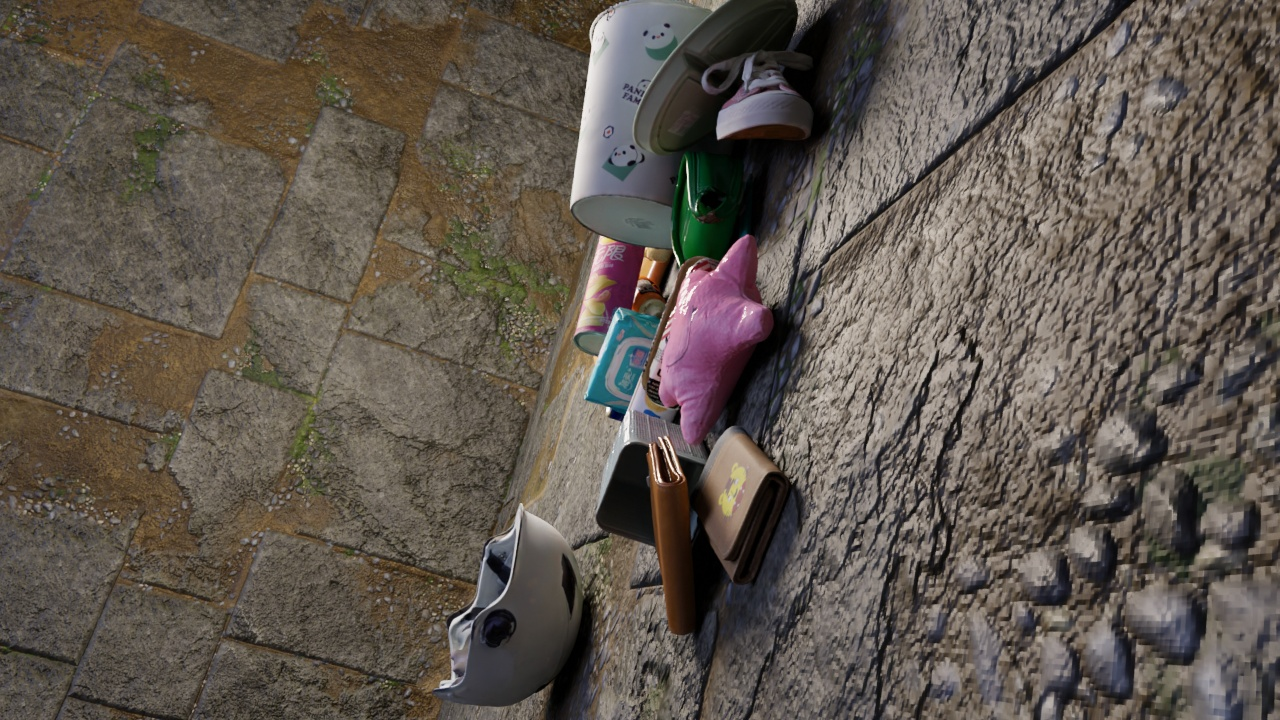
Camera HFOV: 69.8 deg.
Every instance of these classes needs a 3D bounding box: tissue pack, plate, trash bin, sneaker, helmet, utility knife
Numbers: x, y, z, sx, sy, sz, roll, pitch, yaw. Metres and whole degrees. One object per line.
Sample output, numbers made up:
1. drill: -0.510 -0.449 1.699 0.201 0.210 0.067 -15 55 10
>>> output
1. tissue pack: -0.007 0.007 1.124 0.050 0.093 0.134 -96 26 -64
2. plate: 0.085 -0.308 0.994 0.230 0.027 0.230 -39 -11 -10
3. trash bin: 0.021 -0.294 1.197 0.230 0.229 0.251 145 137 -74
4. sneaker: 0.119 -0.267 0.924 0.240 0.118 0.088 -88 -2 -76
5. helmet: -0.150 0.327 1.175 0.259 0.146 0.229 -63 12 4
6. utility knife: 0.113 -0.152 0.994 0.157 0.013 0.029 -81 10 -45

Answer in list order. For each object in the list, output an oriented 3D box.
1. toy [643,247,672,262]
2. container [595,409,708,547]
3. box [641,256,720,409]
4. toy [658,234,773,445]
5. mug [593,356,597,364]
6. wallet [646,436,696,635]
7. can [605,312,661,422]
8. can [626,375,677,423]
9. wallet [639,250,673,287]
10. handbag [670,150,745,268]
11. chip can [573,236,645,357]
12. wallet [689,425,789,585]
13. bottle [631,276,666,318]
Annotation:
1. toy: 0.045 -0.216 1.336 0.105 0.066 0.157 -117 46 -69
2. container: 0.012 0.107 0.859 0.111 0.090 0.090 -97 27 -75
3. box: 0.050 -0.030 0.970 0.082 0.075 0.163 -145 71 -67
4. toy: 0.061 -0.021 0.846 0.178 0.074 0.195 -97 27 -49
5. mug: -0.029 0.014 1.312 0.122 0.078 0.078 -97 27 -57
6. wallet: 0.026 0.140 0.754 0.107 0.031 0.132 -103 9 -74
7. can: 0.000 0.012 1.209 0.075 0.049 0.148 174 115 -79
8. can: 0.013 0.057 1.037 0.053 0.053 0.135 -104 34 -73
9. wallet: 0.020 -0.150 1.439 0.119 0.035 0.130 -155 87 -82
10. handbag: 0.071 -0.156 1.007 0.132 0.068 0.120 101 176 -48
11. chip can: -0.037 -0.109 1.274 0.072 0.071 0.210 125 159 -60
12. wallet: 0.073 0.106 0.690 0.115 0.033 0.090 -128 57 -74
13. bottle: 0.009 -0.077 1.303 0.149 0.066 0.067 -127 56 -69
